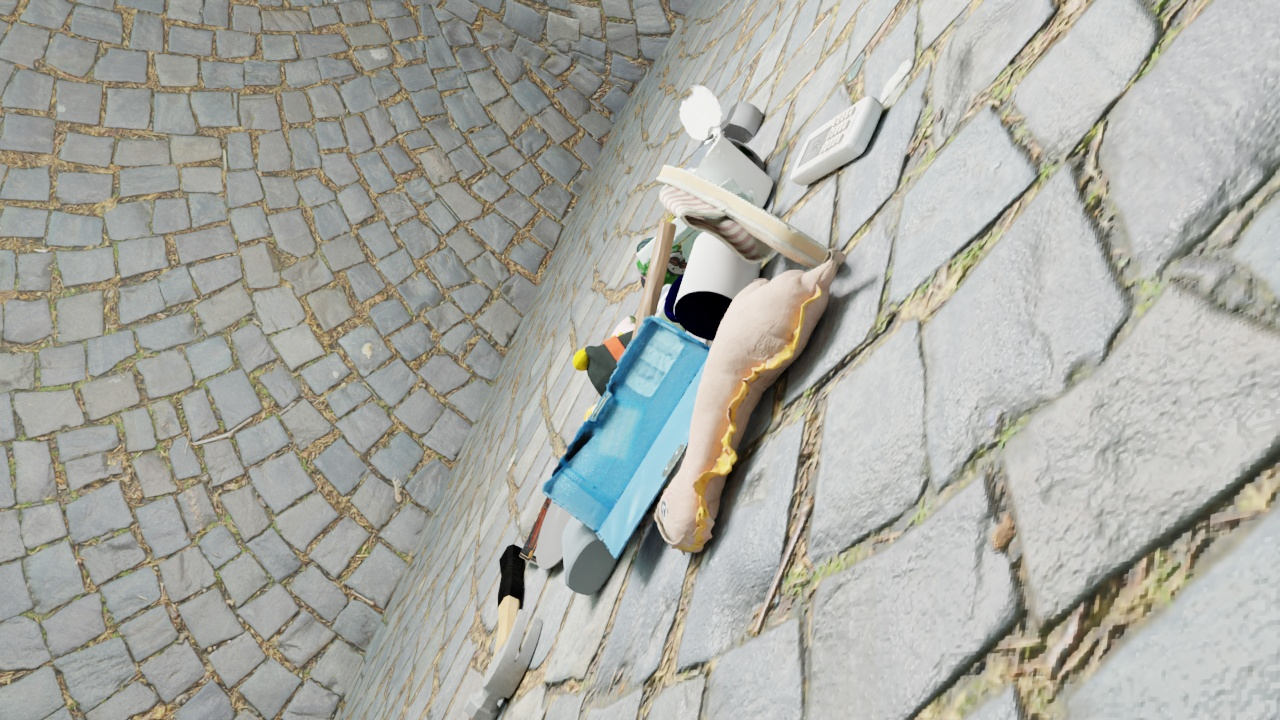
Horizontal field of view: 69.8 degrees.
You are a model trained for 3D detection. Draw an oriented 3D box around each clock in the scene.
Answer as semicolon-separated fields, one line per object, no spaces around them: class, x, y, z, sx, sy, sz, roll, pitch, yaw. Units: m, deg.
clock;0.038;-0.058;1.207;0.094;0.042;0.119;-64;12;-2

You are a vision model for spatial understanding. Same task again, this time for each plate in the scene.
plate;-0.089;0.196;1.222;0.179;0.012;0.178;-52;19;26

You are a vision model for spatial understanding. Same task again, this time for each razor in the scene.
razor;0.017;-0.142;1.398;0.143;0.047;0.052;93;166;-71

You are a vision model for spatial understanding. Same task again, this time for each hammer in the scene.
hammer;-0.006;0.002;1.050;0.098;0.052;0.328;-136;60;-84
hammer;0.088;-0.229;1.381;0.321;0.043;0.156;-68;14;-14
hammer;-0.179;0.340;1.243;0.131;0.039;0.328;-59;13;10

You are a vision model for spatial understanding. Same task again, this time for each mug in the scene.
mug;0.073;-0.079;1.000;0.112;0.078;0.096;-18;41;38

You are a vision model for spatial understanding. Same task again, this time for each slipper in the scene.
slipper;0.091;-0.133;0.897;0.052;0.115;0.263;-61;35;9

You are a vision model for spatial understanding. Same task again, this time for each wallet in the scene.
wallet;-0.135;0.233;1.327;0.123;0.019;0.072;-65;17;-12

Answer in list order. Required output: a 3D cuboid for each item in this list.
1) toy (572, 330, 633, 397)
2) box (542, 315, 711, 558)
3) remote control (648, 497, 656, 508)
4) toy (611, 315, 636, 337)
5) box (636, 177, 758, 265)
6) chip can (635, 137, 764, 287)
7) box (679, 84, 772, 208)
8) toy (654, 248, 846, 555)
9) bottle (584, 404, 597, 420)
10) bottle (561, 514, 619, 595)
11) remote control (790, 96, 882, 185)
toy;-0.007;0.007;1.139;0.119;0.097;0.099;-38;59;2
box;0.007;0.079;0.948;0.232;0.066;0.173;-58;38;-1
remote control;0.009;0.114;1.029;0.034;0.013;0.149;-54;15;31
toy;-0.023;-0.018;1.345;0.102;0.050;0.093;-105;39;-76
box;0.082;-0.142;1.119;0.085;0.096;0.199;-39;5;-22
chip can;0.081;-0.195;1.252;0.224;0.075;0.075;-54;15;30
box;0.094;-0.252;1.138;0.085;0.160;0.118;-23;33;59
toy;0.086;0.037;0.786;0.263;0.065;0.196;-69;14;-18
bottle;-0.049;0.107;1.159;0.063;0.063;0.108;-49;19;44
bottle;-0.060;0.199;1.048;0.072;0.046;0.161;-60;13;9
remote control;0.201;-0.224;0.951;0.060;0.025;0.139;-65;13;-11
